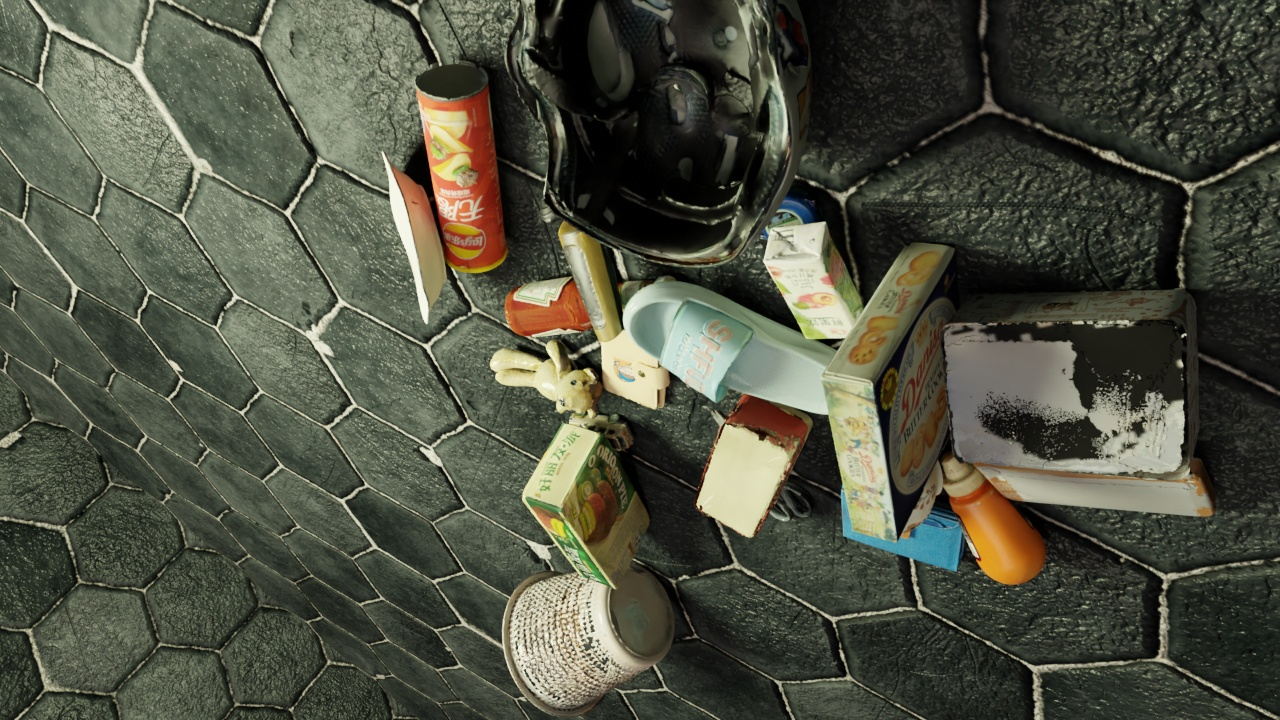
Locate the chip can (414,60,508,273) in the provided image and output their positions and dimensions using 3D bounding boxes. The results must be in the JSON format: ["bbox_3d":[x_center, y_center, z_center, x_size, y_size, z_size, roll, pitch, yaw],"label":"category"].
[{"bbox_3d":[-0.178,-0.190,0.933,0.073,0.073,0.217,22,141,17],"label":"chip can"}]

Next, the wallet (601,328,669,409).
[{"bbox_3d":[-0.006,0.006,1.052,0.087,0.024,0.115,20,139,17],"label":"wallet"}]

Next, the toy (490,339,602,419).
[{"bbox_3d":[-0.116,0.023,1.119,0.157,0.066,0.105,16,122,31],"label":"toy"}]

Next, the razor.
[{"bbox_3d":[-0.054,-0.099,0.913,0.062,0.067,0.167,-3,109,45],"label":"razor"}]

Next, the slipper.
[{"bbox_3d":[0.095,0.003,0.907,0.245,0.074,0.104,21,142,-1],"label":"slipper"}]

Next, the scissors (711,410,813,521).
[{"bbox_3d":[0.132,0.128,1.085,0.175,0.014,0.136,29,141,10],"label":"scissors"}]

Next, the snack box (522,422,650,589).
[{"bbox_3d":[-0.062,0.193,1.184,0.063,0.114,0.240,14,150,28],"label":"snack box"}]

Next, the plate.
[{"bbox_3d":[-0.245,-0.136,1.013,0.164,0.034,0.164,118,135,-68],"label":"plate"}]

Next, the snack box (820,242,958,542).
[{"bbox_3d":[0.220,0.027,0.772,0.046,0.177,0.183,12,137,34],"label":"snack box"}]

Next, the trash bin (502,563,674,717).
[{"bbox_3d":[-0.064,0.406,1.390,0.193,0.226,0.227,-32,109,37],"label":"trash bin"}]

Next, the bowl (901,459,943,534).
[{"bbox_3d":[0.261,0.114,0.915,0.062,0.113,0.114,-14,134,-5],"label":"bowl"}]

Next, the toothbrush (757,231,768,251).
[{"bbox_3d":[0.110,-0.115,0.840,0.014,0.016,0.189,5,135,45],"label":"toothbrush"}]

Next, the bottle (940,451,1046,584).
[{"bbox_3d":[0.343,0.152,0.913,0.067,0.066,0.149,-23,107,48],"label":"bottle"}]

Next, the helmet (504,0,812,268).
[{"bbox_3d":[0.032,-0.213,0.681,0.230,0.156,0.274,10,126,32],"label":"helmet"}]

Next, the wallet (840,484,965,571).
[{"bbox_3d":[0.287,0.180,1.005,0.133,0.040,0.106,14,142,25],"label":"wallet"}]

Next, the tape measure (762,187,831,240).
[{"bbox_3d":[0.133,-0.125,0.803,0.058,0.025,0.054,-14,121,33],"label":"tape measure"}]

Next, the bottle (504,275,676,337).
[{"bbox_3d":[-0.053,-0.062,0.988,0.206,0.059,0.060,-5,128,33],"label":"bottle"}]

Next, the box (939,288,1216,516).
[{"bbox_3d":[0.364,0.058,0.759,0.179,0.125,0.274,1,136,37],"label":"box"}]

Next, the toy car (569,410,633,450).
[{"bbox_3d":[-0.053,0.090,1.168,0.091,0.035,0.042,9,135,33],"label":"toy car"}]

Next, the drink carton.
[{"bbox_3d":[0.155,-0.069,0.807,0.054,0.045,0.122,-3,148,29],"label":"drink carton"}]

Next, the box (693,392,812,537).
[{"bbox_3d":[0.121,0.123,1.021,0.091,0.079,0.169,27,137,13],"label":"box"}]
